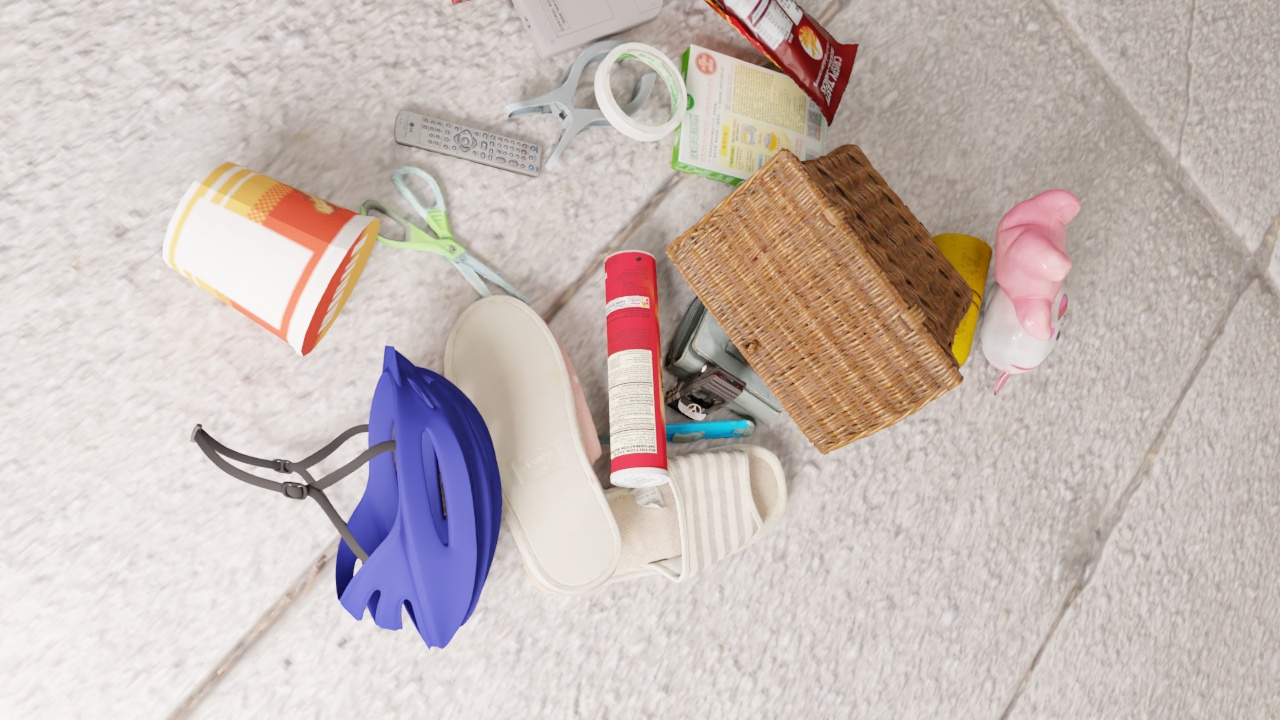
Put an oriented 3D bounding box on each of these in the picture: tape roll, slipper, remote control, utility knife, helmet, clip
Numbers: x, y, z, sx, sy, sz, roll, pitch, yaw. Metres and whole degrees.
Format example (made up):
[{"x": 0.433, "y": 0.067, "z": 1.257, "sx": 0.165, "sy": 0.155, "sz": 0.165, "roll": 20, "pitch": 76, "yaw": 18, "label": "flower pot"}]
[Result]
[{"x": 0.001, "y": -0.260, "z": 0.887, "sx": 0.093, "sy": 0.018, "sz": 0.093, "roll": 6, "pitch": 76, "yaw": -26, "label": "tape roll"}, {"x": -0.094, "y": 0.073, "z": 0.807, "sx": 0.114, "sy": 0.054, "sz": 0.274, "roll": -18, "pitch": 80, "yaw": -12, "label": "slipper"}, {"x": -0.158, "y": -0.199, "z": 0.845, "sx": 0.136, "sy": 0.013, "sz": 0.033, "roll": 9, "pitch": 77, "yaw": -22, "label": "remote control"}, {"x": -0.049, "y": -0.355, "z": 0.910, "sx": 0.150, "sy": 0.019, "sz": 0.074, "roll": -28, "pitch": 94, "yaw": -23, "label": "remote control"}, {"x": 0.022, "y": 0.147, "z": 0.855, "sx": 0.272, "sy": 0.054, "sz": 0.114, "roll": -15, "pitch": 93, "yaw": -22, "label": "slipper"}, {"x": 0.031, "y": 0.071, "z": 0.883, "sx": 0.185, "sy": 0.031, "sz": 0.015, "roll": -2, "pitch": 48, "yaw": -20, "label": "utility knife"}, {"x": -0.219, "y": 0.109, "z": 0.703, "sx": 0.227, "sy": 0.148, "sz": 0.241, "roll": 1, "pitch": 92, "yaw": -25, "label": "helmet"}, {"x": -0.064, "y": -0.267, "z": 0.883, "sx": 0.162, "sy": 0.028, "sz": 0.115, "roll": -44, "pitch": 99, "yaw": -27, "label": "clip"}]

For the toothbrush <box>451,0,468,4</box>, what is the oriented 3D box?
[{"x": -0.100, "y": -0.381, "z": 0.894, "sx": 0.189, "sy": 0.016, "sz": 0.016, "roll": -28, "pitch": 89, "yaw": -23, "label": "toothbrush"}]

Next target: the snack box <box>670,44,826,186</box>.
[{"x": 0.117, "y": -0.244, "z": 0.960, "sx": 0.168, "sy": 0.027, "sz": 0.131, "roll": 11, "pitch": 77, "yaw": -21, "label": "snack box"}]

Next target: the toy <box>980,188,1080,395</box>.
[{"x": 0.418, "y": -0.071, "z": 0.993, "sx": 0.213, "sy": 0.084, "sz": 0.141, "roll": 73, "pitch": 35, "yaw": -47, "label": "toy"}]

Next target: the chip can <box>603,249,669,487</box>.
[{"x": -0.005, "y": 0.005, "z": 0.837, "sx": 0.051, "sy": 0.052, "sz": 0.214, "roll": 6, "pitch": 68, "yaw": -22, "label": "chip can"}]

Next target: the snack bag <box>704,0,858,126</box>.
[{"x": 0.144, "y": -0.355, "z": 0.959, "sx": 0.208, "sy": 0.067, "sz": 0.138, "roll": 34, "pitch": 49, "yaw": -16, "label": "snack bag"}]

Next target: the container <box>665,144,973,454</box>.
[{"x": 0.188, "y": -0.075, "z": 0.872, "sx": 0.250, "sy": 0.163, "sz": 0.182, "roll": 53, "pitch": 39, "yaw": -1, "label": "container"}]

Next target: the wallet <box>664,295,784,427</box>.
[{"x": 0.099, "y": -0.005, "z": 0.910, "sx": 0.131, "sy": 0.054, "sz": 0.100, "roll": 32, "pitch": 73, "yaw": -21, "label": "wallet"}]

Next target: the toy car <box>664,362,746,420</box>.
[{"x": 0.059, "y": 0.033, "z": 0.861, "sx": 0.040, "sy": 0.092, "sz": 0.037, "roll": 31, "pitch": 60, "yaw": -16, "label": "toy car"}]

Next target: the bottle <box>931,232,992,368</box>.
[{"x": 0.331, "y": -0.051, "z": 1.001, "sx": 0.071, "sy": 0.071, "sz": 0.163, "roll": 23, "pitch": 75, "yaw": -19, "label": "bottle"}]

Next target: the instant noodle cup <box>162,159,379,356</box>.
[{"x": -0.291, "y": -0.087, "z": 0.723, "sx": 0.121, "sy": 0.124, "sz": 0.123, "roll": 28, "pitch": 73, "yaw": -9, "label": "instant noodle cup"}]

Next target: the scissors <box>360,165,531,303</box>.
[{"x": -0.175, "y": -0.092, "z": 0.826, "sx": 0.175, "sy": 0.032, "sz": 0.092, "roll": 48, "pitch": 65, "yaw": -6, "label": "scissors"}]
